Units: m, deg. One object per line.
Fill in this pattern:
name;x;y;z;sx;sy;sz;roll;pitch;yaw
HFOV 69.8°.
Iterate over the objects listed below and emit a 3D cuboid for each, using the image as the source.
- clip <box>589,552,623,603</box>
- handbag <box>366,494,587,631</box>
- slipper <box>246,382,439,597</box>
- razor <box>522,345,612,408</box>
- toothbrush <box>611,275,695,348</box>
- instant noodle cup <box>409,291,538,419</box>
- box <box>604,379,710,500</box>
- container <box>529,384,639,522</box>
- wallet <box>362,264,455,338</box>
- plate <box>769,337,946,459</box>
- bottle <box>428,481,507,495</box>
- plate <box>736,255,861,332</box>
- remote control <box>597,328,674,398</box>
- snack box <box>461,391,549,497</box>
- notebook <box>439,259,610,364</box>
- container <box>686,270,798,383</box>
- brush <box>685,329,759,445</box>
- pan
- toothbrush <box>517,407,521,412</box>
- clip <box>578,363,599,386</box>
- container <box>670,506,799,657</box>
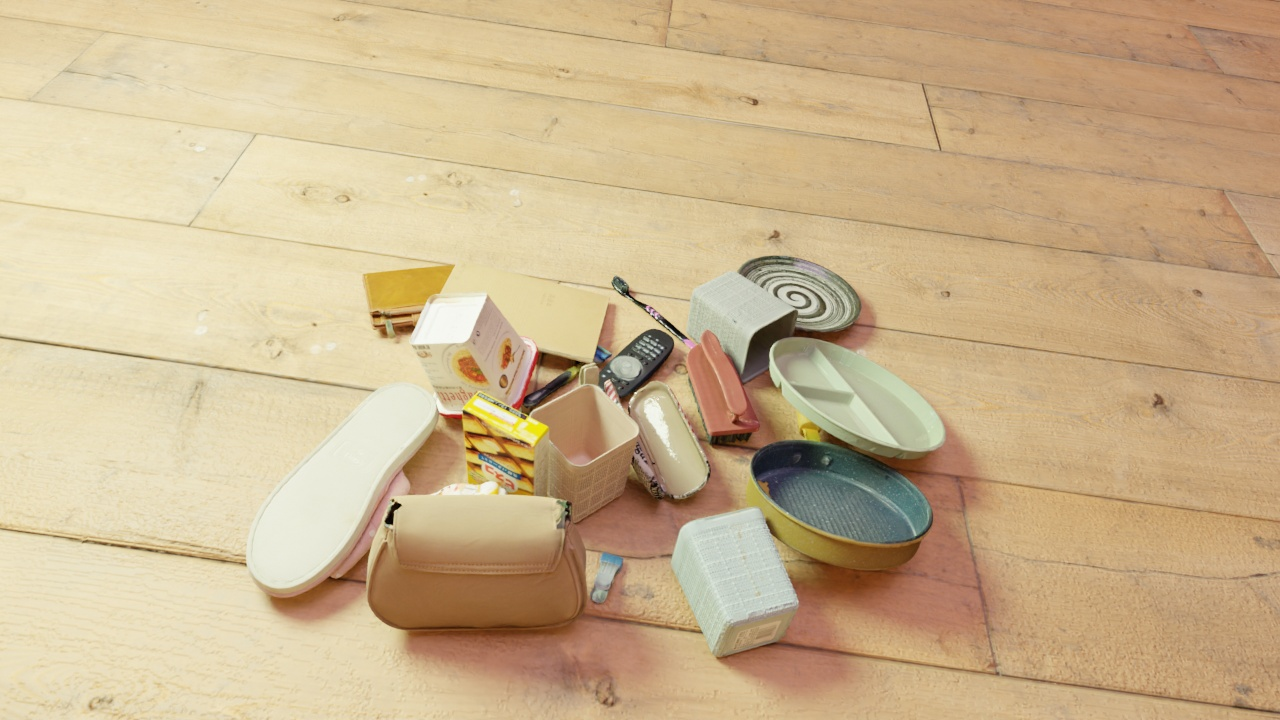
clip;-0.035;0.222;0.939;0.024;0.028;0.056;17;36;5
handbag;-0.150;0.184;0.863;0.204;0.148;0.099;3;37;-8
slipper;-0.303;0.131;0.958;0.114;0.055;0.273;19;50;12
razor;-0.094;0.022;1.123;0.043;0.022;0.142;30;46;23
toothbrush;0.026;-0.058;1.227;0.014;0.018;0.189;-30;57;-35
instant noodle cup;-0.193;-0.008;1.042;0.116;0.124;0.116;-2;50;20
box;0.013;0.082;1.036;0.075;0.085;0.162;-35;51;14
container;-0.064;0.103;0.983;0.089;0.111;0.090;-28;56;-31
wallet;-0.287;-0.082;1.187;0.130;0.035;0.119;-7;46;-18
plate;0.256;0.044;1.100;0.230;0.028;0.229;19;27;-11
bottle;-0.191;0.158;0.942;0.108;0.063;0.063;-3;46;-4
plate;0.216;-0.089;1.273;0.179;0.024;0.179;8;40;-7
remote control;-0.007;0.007;1.151;0.053;0.024;0.136;31;50;19
snack box;-0.139;0.102;0.951;0.087;0.141;0.033;26;52;16
notebook;-0.152;-0.066;1.177;0.211;0.012;0.149;13;37;-2
container;0.126;-0.048;1.182;0.090;0.090;0.114;-28;52;-32
brush;0.095;0.029;1.112;0.063;0.069;0.145;-4;46;-14
pan;0.205;0.101;1.046;0.197;0.078;0.357;8;24;-11
toothbrush;-0.171;-0.011;1.141;0.026;0.027;0.224;29;32;-37
clip;-0.067;0.043;1.069;0.035;0.099;0.098;-15;20;-20
container;0.093;0.221;0.908;0.089;0.090;0.111;-9;50;-17
